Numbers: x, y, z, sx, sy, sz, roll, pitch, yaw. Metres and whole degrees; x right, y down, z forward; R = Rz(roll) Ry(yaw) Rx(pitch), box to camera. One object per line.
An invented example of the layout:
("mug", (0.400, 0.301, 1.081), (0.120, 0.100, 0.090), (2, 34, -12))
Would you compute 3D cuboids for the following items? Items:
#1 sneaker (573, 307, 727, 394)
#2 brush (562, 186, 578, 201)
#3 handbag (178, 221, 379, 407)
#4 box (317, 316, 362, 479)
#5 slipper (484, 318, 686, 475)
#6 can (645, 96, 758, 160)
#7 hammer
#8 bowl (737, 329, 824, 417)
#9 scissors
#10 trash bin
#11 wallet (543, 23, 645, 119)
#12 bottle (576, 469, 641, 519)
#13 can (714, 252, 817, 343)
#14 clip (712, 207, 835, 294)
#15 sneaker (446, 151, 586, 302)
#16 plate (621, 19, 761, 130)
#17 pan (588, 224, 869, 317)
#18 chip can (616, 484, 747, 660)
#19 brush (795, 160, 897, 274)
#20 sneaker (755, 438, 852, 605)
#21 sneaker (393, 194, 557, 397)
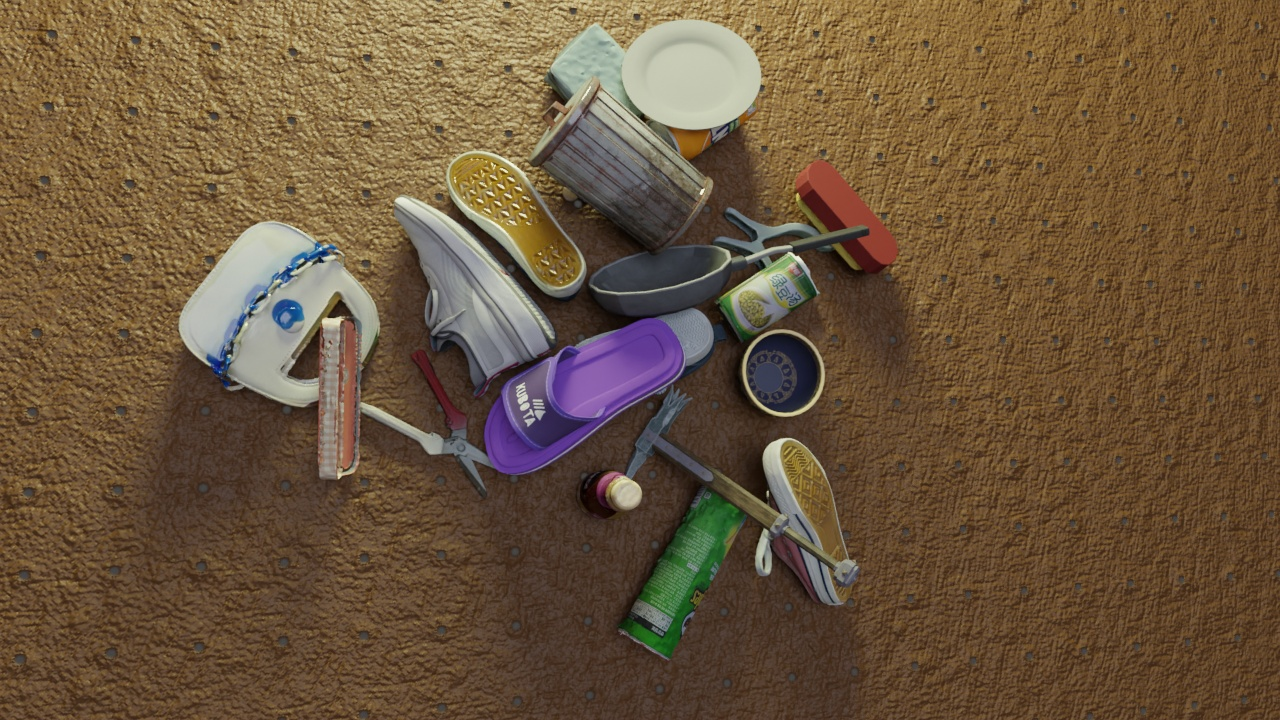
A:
("sneaker", (-0.007, 0.007, 1.144), (0.236, 0.087, 0.089), (-23, 73, 9))
("brush", (-0.040, -0.242, 1.204), (0.135, 0.015, 0.050), (-26, 90, -16))
("handbag", (-0.404, -0.045, 1.054), (0.199, 0.093, 0.200), (34, 76, -17))
("box", (-0.344, 0.043, 1.046), (0.043, 0.083, 0.187), (3, 97, -4))
("slipper", (-0.078, 0.033, 1.064), (0.267, 0.084, 0.107), (-29, 72, 7))
("can", (0.082, -0.324, 1.212), (0.142, 0.079, 0.079), (-37, 92, -16))
("hammer", (0.120, 0.170, 1.090), (0.317, 0.028, 0.147), (33, 90, 29))
("bowl", (0.176, 0.020, 1.198), (0.112, 0.061, 0.112), (2, 82, -14))
("scissors", (-0.249, 0.077, 1.110), (0.179, 0.015, 0.193), (-2, 83, -16))
("trash bin", (-0.029, -0.242, 1.132), (0.211, 0.131, 0.130), (36, 75, -18))
("wallet", (-0.050, -0.359, 1.200), (0.131, 0.054, 0.100), (45, 83, -7))
("bottle", (-0.033, 0.157, 1.073), (0.059, 0.166, 0.059), (2, 82, -14))
("can", (0.163, -0.081, 1.189), (0.121, 0.067, 0.067), (-33, 91, 2))
("clip", (0.173, -0.124, 1.235), (0.171, 0.029, 0.141), (14, 78, -11))
("sneaker", (-0.148, -0.165, 1.139), (0.087, 0.079, 0.235), (-40, 75, -8))
("plate", (0.065, -0.365, 1.178), (0.178, 0.012, 0.178), (0, 66, -1))
("pan", (0.113, -0.117, 1.137), (0.357, 0.178, 0.041), (-14, 112, -6))
("chip can", (0.058, 0.252, 1.133), (0.075, 0.075, 0.223), (34, 76, -8))
("brush", (0.275, -0.190, 1.249), (0.173, 0.042, 0.082), (48, 43, -4))
("sneaker", (0.194, 0.206, 1.164), (0.118, 0.088, 0.241), (-42, 116, -47))
("sneaker", (-0.225, -0.081, 1.105), (0.129, 0.096, 0.263), (-41, 84, 6))
